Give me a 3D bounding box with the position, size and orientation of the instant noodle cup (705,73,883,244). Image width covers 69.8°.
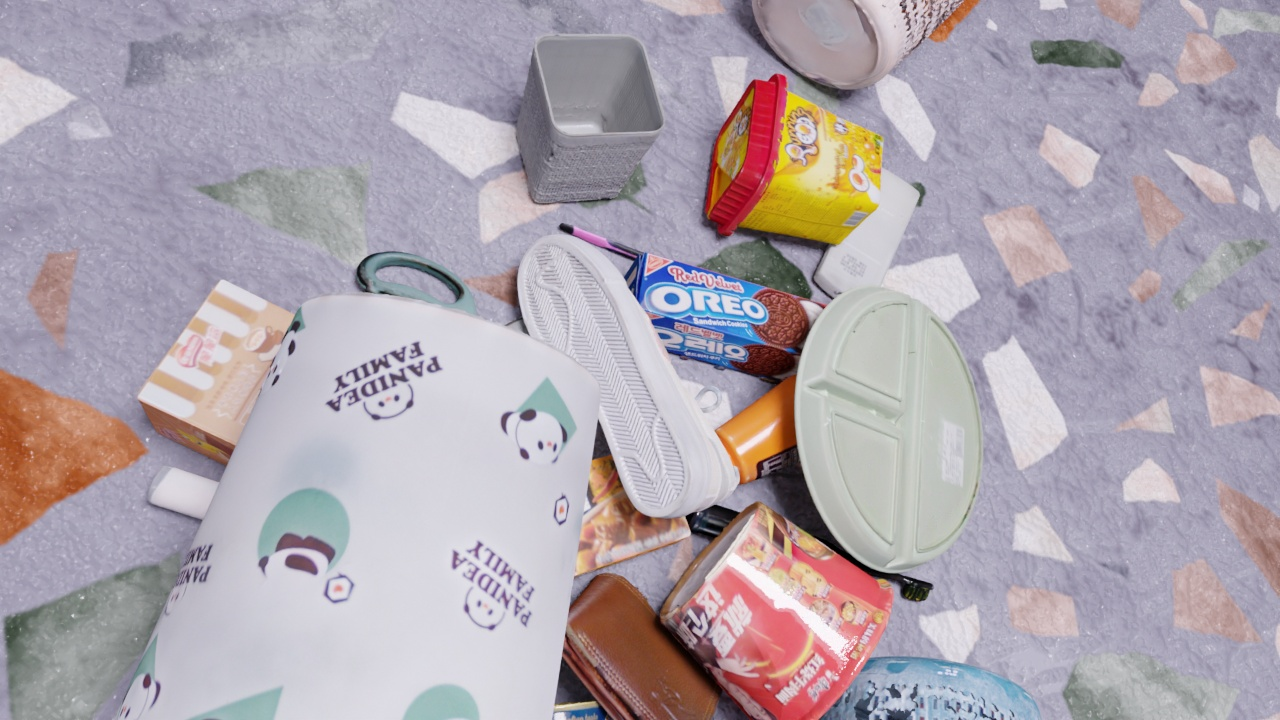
[{"bbox_3d":[0.133,-0.162,0.782,0.123,0.116,0.116,14,65,-12],"label":"instant noodle cup"}]

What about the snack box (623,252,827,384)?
[{"bbox_3d":[0.085,-0.027,0.748,0.207,0.058,0.057,15,63,-12],"label":"snack box"}]

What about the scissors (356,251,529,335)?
[{"bbox_3d":[-0.159,-0.007,0.669,0.170,0.019,0.174,40,55,7],"label":"scissors"}]

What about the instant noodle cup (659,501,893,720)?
[{"bbox_3d":[0.086,0.173,0.629,0.108,0.138,0.137,40,63,3],"label":"instant noodle cup"}]

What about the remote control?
[{"bbox_3d":[0.208,-0.114,0.843,0.058,0.021,0.149,31,63,-3],"label":"remote control"}]

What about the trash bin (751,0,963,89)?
[{"bbox_3d":[0.214,-0.372,0.853,0.227,0.228,0.192,37,75,-2],"label":"trash bin"}]

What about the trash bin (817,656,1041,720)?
[{"bbox_3d":[0.179,0.306,0.580,0.226,0.227,0.194,21,52,-10],"label":"trash bin"}]

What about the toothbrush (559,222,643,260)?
[{"bbox_3d":[0.021,-0.081,0.773,0.189,0.014,0.017,21,55,-9],"label":"toothbrush"}]

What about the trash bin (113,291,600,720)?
[{"bbox_3d":[-0.136,0.114,0.506,0.229,0.230,0.251,17,72,-12],"label":"trash bin"}]

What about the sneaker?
[{"bbox_3d":[-0.004,0.004,0.674,0.090,0.090,0.242,3,50,-52],"label":"sneaker"}]

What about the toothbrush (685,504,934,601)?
[{"bbox_3d":[0.134,0.150,0.715,0.212,0.026,0.027,20,98,-12],"label":"toothbrush"}]

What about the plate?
[{"bbox_3d":[0.206,0.051,0.726,0.229,0.028,0.230,7,78,-38],"label":"plate"}]

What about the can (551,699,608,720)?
[{"bbox_3d":[-0.053,0.274,0.575,0.075,0.075,0.111,0,70,-18],"label":"can"}]

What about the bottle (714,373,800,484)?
[{"bbox_3d":[0.092,0.063,0.716,0.149,0.067,0.066,-26,80,-18],"label":"bottle"}]

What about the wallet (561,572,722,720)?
[{"bbox_3d":[-0.002,0.204,0.610,0.032,0.101,0.124,-43,87,17],"label":"wallet"}]

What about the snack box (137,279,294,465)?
[{"bbox_3d":[-0.256,0.019,0.605,0.094,0.077,0.092,27,64,-8],"label":"snack box"}]

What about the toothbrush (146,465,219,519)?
[{"bbox_3d":[-0.211,0.118,0.611,0.221,0.027,0.026,21,31,-10],"label":"toothbrush"}]

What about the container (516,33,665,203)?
[{"bbox_3d":[-0.047,-0.187,0.734,0.090,0.115,0.090,-7,72,-21],"label":"container"}]

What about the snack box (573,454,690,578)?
[{"bbox_3d":[-0.042,0.114,0.657,0.153,0.026,0.075,-12,74,-31],"label":"snack box"}]
